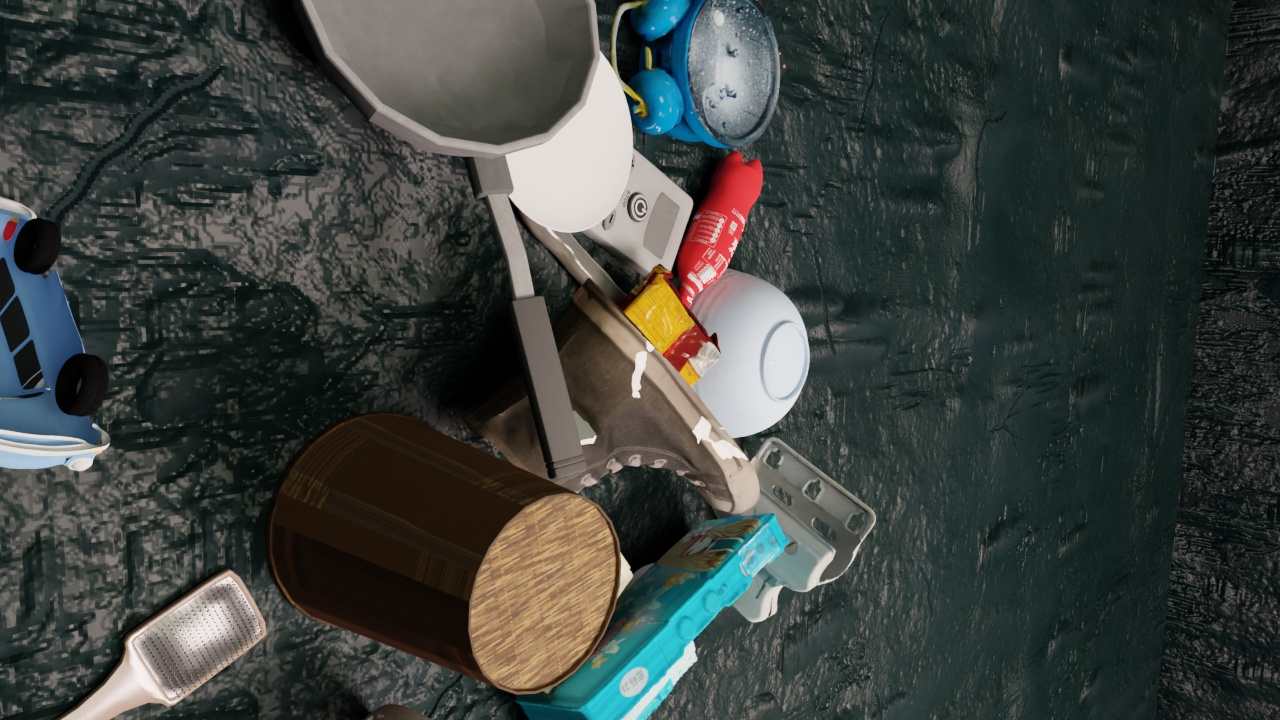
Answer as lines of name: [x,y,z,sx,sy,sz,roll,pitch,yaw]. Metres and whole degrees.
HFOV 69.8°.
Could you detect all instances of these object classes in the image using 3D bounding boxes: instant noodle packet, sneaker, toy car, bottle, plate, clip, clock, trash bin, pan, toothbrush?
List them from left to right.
toy car: [-0.256,-0.014,0.357,0.055,0.153,0.056,-47,149,16]
trash bin: [-0.158,0.304,0.496,0.182,0.157,0.156,-43,125,-38]
pan: [-0.087,-0.109,0.514,0.178,0.041,0.357,-13,87,-35]
toothbrush: [-0.063,-0.089,0.632,0.185,0.022,0.024,46,27,-39]
plate: [-0.055,-0.152,0.606,0.134,0.011,0.134,-2,93,-48]
sneaker: [-0.009,0.059,0.618,0.120,0.095,0.235,-42,138,1]
instant noodle packet: [-0.004,0.004,0.677,0.135,0.040,0.098,-47,132,-9]
clock: [0.040,-0.223,0.693,0.161,0.060,0.117,3,95,-46]
bottle: [0.060,-0.103,0.744,0.042,0.042,0.141,40,68,-43]
clip: [0.109,0.155,0.791,0.152,0.126,0.104,-55,144,7]

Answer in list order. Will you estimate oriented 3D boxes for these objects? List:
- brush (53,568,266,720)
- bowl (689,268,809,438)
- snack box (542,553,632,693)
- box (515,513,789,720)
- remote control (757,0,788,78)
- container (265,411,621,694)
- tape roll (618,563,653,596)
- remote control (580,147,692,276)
brush: [-0.256,0.165,0.467,0.135,0.015,0.050,-37,123,-37]
bowl: [0.093,-0.002,0.773,0.150,0.075,0.150,-8,102,-46]
snack box: [-0.070,0.154,0.631,0.105,0.061,0.084,-50,130,-30]
box: [0.006,0.214,0.708,0.226,0.084,0.172,-35,157,-38]
remote control: [0.091,-0.297,0.771,0.030,0.009,0.140,-55,131,-26]
container: [-0.105,0.105,0.508,0.132,0.167,0.132,-9,103,-46]
tape roll: [0.009,0.216,0.763,0.092,0.013,0.093,-9,102,-46]
remote control: [-0.016,-0.121,0.676,0.151,0.019,0.074,31,74,-45]
